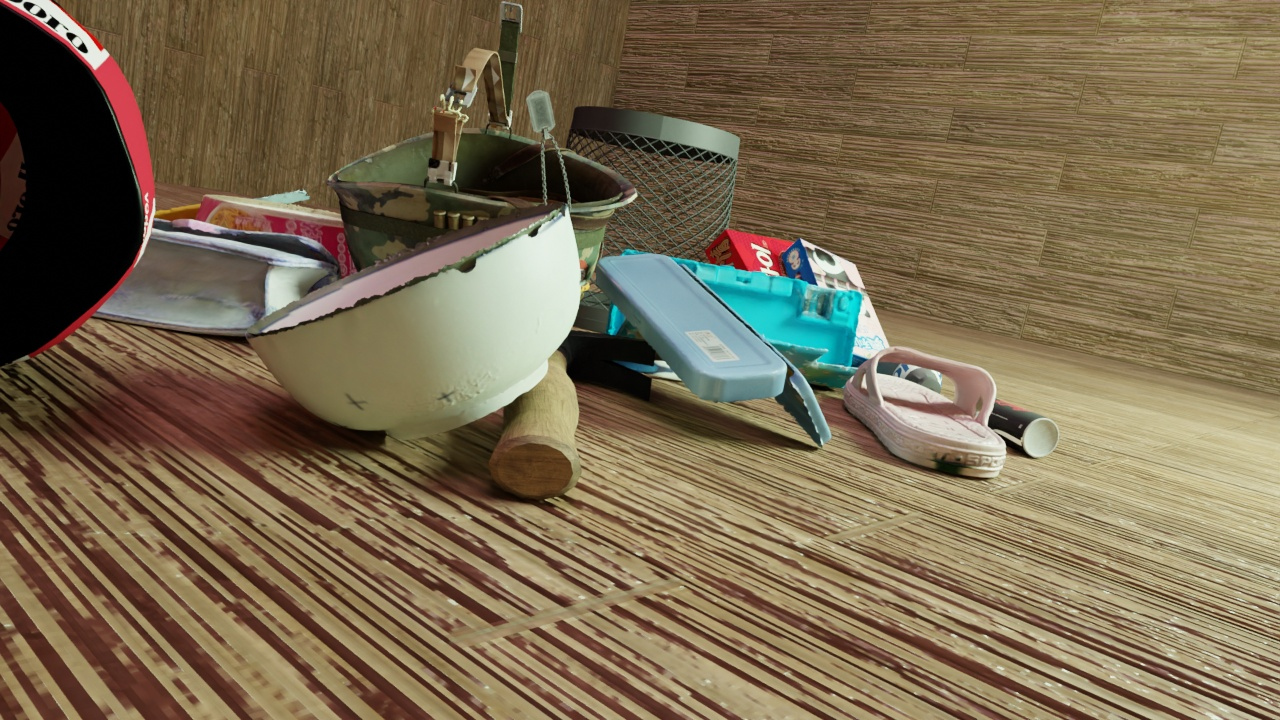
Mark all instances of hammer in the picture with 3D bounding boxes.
[{"bbox_3d":[-0.049,0.018,0.515,0.132,0.040,0.305,6,9,-6],"label":"hammer"}]

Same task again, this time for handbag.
[{"bbox_3d":[-0.297,-0.060,0.621,0.158,0.069,0.126,8,7,-3],"label":"handbag"}]

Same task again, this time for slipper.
[{"bbox_3d":[0.212,0.026,0.678,0.094,0.064,0.239,11,10,3],"label":"slipper"}]

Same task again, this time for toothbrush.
[{"bbox_3d":[-0.004,0.004,0.723,0.189,0.016,0.017,7,-1,-21],"label":"toothbrush"}]

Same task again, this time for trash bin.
[{"bbox_3d":[-0.001,-0.152,1.039,0.218,0.227,0.217,10,8,-2],"label":"trash bin"}]

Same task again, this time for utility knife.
[{"bbox_3d":[-0.409,-0.126,0.821,0.227,0.019,0.031,-15,-18,-29],"label":"utility knife"}]

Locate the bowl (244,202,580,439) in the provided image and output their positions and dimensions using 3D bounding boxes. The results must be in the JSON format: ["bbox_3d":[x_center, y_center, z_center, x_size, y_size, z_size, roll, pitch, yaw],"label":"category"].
[{"bbox_3d":[-0.094,-0.014,0.426,0.153,0.073,0.153,-19,16,5],"label":"bowl"}]

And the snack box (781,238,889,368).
[{"bbox_3d":[0.204,-0.051,0.946,0.088,0.033,0.154,18,43,-32],"label":"snack box"}]

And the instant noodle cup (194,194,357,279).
[{"bbox_3d":[-0.310,-0.096,0.800,0.178,0.078,0.178,10,8,-2],"label":"instant noodle cup"}]

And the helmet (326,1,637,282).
[{"bbox_3d":[-0.117,-0.130,0.689,0.224,0.236,0.192,-7,25,8],"label":"helmet"}]

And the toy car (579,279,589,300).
[{"bbox_3d":[-0.089,-0.037,0.576,0.112,0.047,0.047,7,13,8],"label":"toy car"}]

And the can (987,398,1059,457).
[{"bbox_3d":[0.288,0.050,0.717,0.031,0.031,0.080,8,9,-14],"label":"can"}]

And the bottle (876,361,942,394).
[{"bbox_3d":[0.246,0.017,0.842,0.047,0.047,0.112,10,9,-4],"label":"bottle"}]

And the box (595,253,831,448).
[{"bbox_3d":[0.049,-0.020,0.624,0.122,0.047,0.209,22,16,-30],"label":"box"}]

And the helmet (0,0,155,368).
[{"bbox_3d":[-0.346,-0.098,0.369,0.270,0.198,0.225,15,5,-30],"label":"helmet"}]

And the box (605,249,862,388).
[{"bbox_3d":[0.091,-0.032,0.795,0.226,0.097,0.117,9,3,-9],"label":"box"}]

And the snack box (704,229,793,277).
[{"bbox_3d":[0.154,-0.061,0.970,0.132,0.036,0.152,3,53,-43],"label":"snack box"}]
